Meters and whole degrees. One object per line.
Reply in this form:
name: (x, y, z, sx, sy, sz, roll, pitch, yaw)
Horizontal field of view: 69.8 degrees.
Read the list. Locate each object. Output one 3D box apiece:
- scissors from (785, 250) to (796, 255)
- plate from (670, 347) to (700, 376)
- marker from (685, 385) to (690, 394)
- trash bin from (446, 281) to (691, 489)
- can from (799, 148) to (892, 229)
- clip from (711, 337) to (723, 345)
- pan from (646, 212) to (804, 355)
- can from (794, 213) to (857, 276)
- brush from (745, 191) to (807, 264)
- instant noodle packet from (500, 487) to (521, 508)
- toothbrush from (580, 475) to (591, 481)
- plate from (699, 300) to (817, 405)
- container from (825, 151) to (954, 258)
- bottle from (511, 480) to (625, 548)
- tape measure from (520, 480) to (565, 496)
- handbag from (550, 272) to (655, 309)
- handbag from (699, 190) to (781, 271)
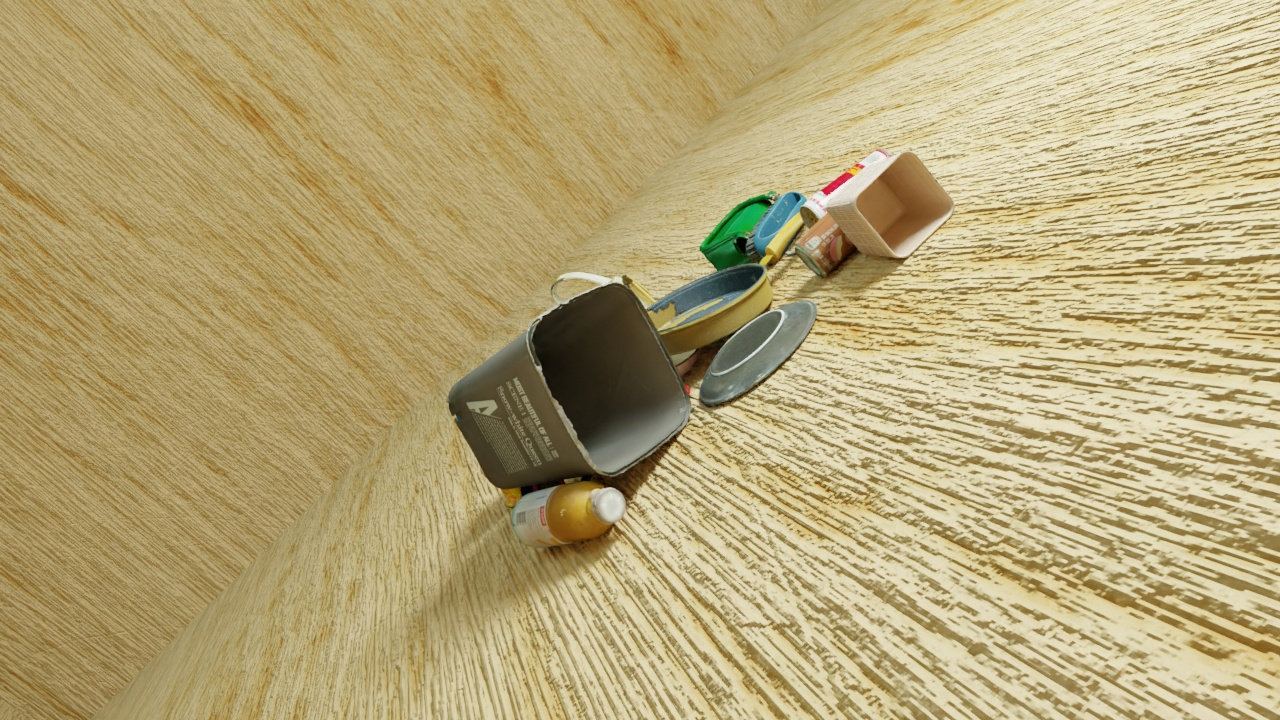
scissors: (0.245, -0.163, 1.244, 0.133, 0.012, 0.172, -40, 14, 21)
plate: (-0.008, 0.007, 1.269, 0.192, 0.039, 0.192, -12, 21, 4)
marker: (0.009, 0.071, 1.201, 0.146, 0.017, 0.017, -34, 17, 33)
trash bin: (-0.098, 0.046, 1.108, 0.220, 0.199, 0.198, -24, 5, 43)
can: (0.274, -0.219, 1.201, 0.132, 0.053, 0.053, -37, 13, -9)
clip: (0.098, -0.033, 1.261, 0.025, 0.032, 0.057, -43, 7, -7)
pan: (0.143, -0.123, 1.246, 0.357, 0.078, 0.198, -30, 17, -12)
can: (0.260, -0.171, 1.129, 0.147, 0.058, 0.058, -43, 14, 3)
brush: (0.211, -0.201, 1.355, 0.074, 0.055, 0.143, -26, 22, 53)
instant noodle packet: (-0.195, 0.137, 1.353, 0.044, 0.128, 0.110, -8, 34, 24)
toothbrush: (-0.062, 0.139, 1.200, 0.018, 0.015, 0.180, -25, 21, 28)
plate: (0.133, -0.016, 1.099, 0.180, 0.024, 0.179, -40, 15, 13)
container: (0.276, -0.173, 1.040, 0.090, 0.090, 0.111, -44, 11, -2)
bottle: (-0.081, 0.174, 1.043, 0.190, 0.068, 0.067, -23, 25, 54)
tape measure: (-0.128, 0.167, 1.210, 0.057, 0.058, 0.039, -3, -1, -28)
handbag: (-0.060, -0.082, 1.501, 0.164, 0.179, 0.063, -34, 11, 37)
handbag: (0.163, -0.201, 1.442, 0.131, 0.068, 0.120, -51, 10, -34)
